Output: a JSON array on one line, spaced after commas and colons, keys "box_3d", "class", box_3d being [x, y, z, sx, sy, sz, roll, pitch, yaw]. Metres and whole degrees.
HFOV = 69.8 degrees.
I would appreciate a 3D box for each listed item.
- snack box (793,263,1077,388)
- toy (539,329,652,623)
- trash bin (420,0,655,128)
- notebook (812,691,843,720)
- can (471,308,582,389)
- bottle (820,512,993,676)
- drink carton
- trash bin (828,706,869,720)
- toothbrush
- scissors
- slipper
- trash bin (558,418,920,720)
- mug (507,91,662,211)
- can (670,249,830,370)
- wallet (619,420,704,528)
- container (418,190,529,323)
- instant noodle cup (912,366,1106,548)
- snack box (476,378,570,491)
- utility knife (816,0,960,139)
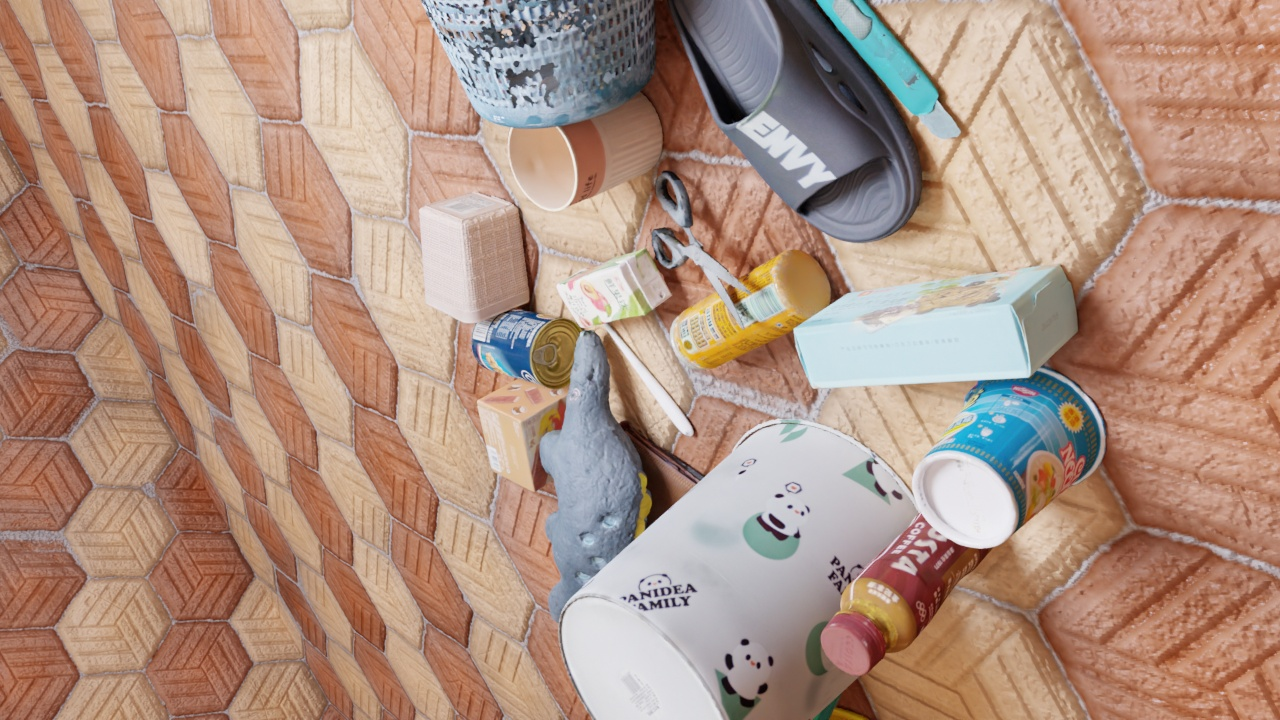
[{"box_3d": [0.196, -0.021, 0.629, 0.175, 0.074, 0.051, -5, 111, 49], "class": "snack box"}, {"box_3d": [-0.050, 0.148, 0.958, 0.138, 0.091, 0.357, 30, 121, 50], "class": "toy"}, {"box_3d": [-0.076, -0.289, 0.669, 0.227, 0.226, 0.195, 26, 144, 36], "class": "trash bin"}, {"box_3d": [0.104, 0.336, 0.883, 0.150, 0.208, 0.012, 17, 157, 41], "class": "notebook"}, {"box_3d": [-0.122, -0.016, 0.990, 0.111, 0.075, 0.075, 14, 124, 43], "class": "can"}, {"box_3d": [0.196, 0.161, 0.668, 0.057, 0.174, 0.058, 28, 133, 34], "class": "bottle"}, {"box_3d": [-0.025, -0.067, 0.863, 0.123, 0.045, 0.053, -9, 114, 58], "class": "drink carton"}, {"box_3d": [0.158, 0.507, 0.877, 0.230, 0.254, 0.230, 28, 133, 35], "class": "trash bin"}, {"box_3d": [-0.005, 0.005, 0.920, 0.180, 0.016, 0.016, 52, 134, 9], "class": "toothbrush"}, {"box_3d": [0.045, -0.092, 0.751, 0.165, 0.014, 0.162, 162, 97, -71], "class": "scissors"}, {"box_3d": [0.084, -0.188, 0.640, 0.268, 0.083, 0.111, 57, 144, 5], "class": "slipper"}, {"box_3d": [0.085, 0.205, 0.760, 0.230, 0.251, 0.230, 27, 131, 34], "class": "trash bin"}, {"box_3d": [-0.054, -0.179, 0.779, 0.115, 0.105, 0.082, -3, 111, 49], "class": "mug"}, {"box_3d": [0.087, -0.038, 0.754, 0.146, 0.058, 0.058, -29, 92, 52], "class": "can"}, {"box_3d": [0.016, 0.133, 0.972, 0.124, 0.032, 0.101, 33, 132, 29], "class": "wallet"}, {"box_3d": [-0.178, -0.114, 0.980, 0.090, 0.089, 0.111, 24, 127, 37], "class": "container"}, {"box_3d": [0.239, 0.068, 0.613, 0.099, 0.109, 0.099, 28, 134, 34], "class": "instant noodle cup"}, {"box_3d": [-0.116, 0.076, 1.028, 0.077, 0.094, 0.093, 19, 127, 40], "class": "snack box"}, {"box_3d": [0.152, -0.212, 0.602, 0.174, 0.013, 0.029, 53, 142, 8], "class": "utility knife"}]
